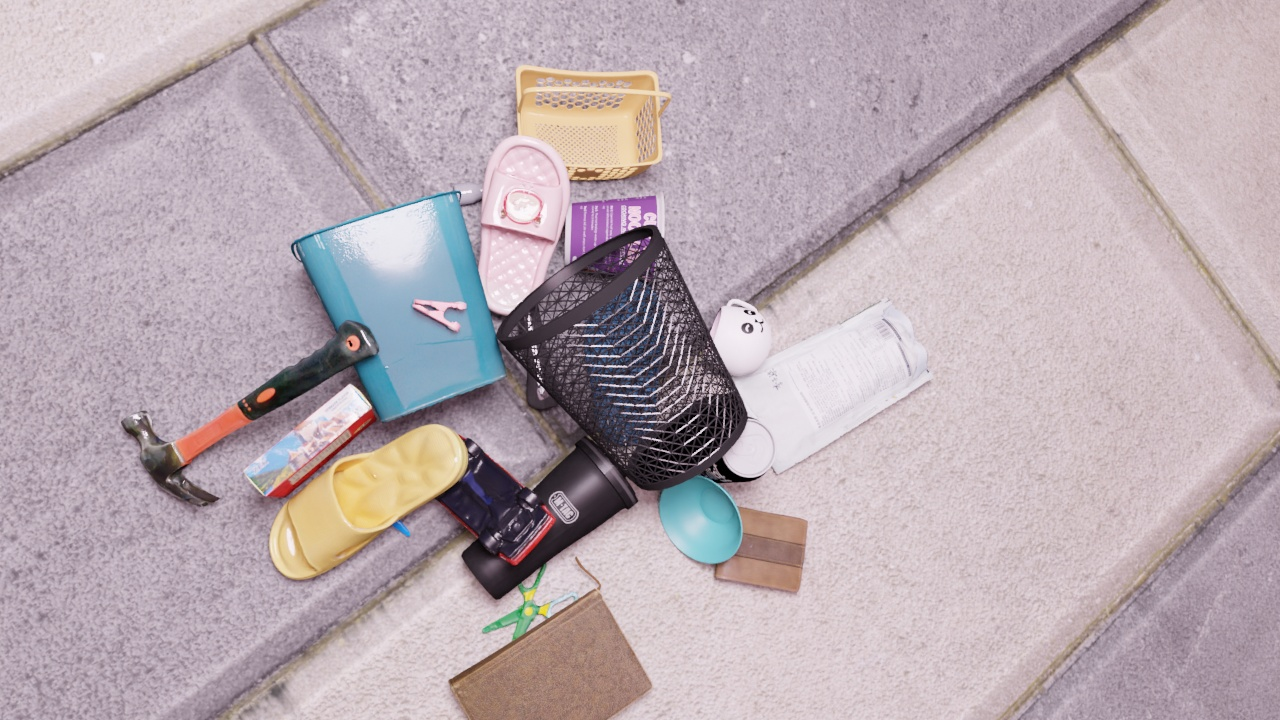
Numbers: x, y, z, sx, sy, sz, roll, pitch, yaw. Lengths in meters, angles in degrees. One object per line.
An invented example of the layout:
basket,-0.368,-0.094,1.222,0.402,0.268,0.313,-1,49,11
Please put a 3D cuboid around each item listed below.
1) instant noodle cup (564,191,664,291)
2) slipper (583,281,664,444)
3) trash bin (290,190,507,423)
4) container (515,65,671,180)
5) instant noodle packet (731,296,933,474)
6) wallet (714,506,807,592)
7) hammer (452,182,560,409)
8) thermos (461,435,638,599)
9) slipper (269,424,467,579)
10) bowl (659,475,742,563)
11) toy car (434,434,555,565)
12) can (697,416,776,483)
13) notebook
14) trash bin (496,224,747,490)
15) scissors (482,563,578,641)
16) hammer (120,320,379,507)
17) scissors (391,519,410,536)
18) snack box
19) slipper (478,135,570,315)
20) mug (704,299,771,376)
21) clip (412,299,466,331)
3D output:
instant noodle cup,-0.036,-0.153,1.189,0.122,0.121,0.137,2,126,-4
slipper,-0.024,0.003,1.188,0.103,0.059,0.214,0,96,-10
trash bin,-0.270,-0.056,1.075,0.199,0.197,0.218,-21,93,-15
container,-0.066,-0.304,1.164,0.183,0.167,0.129,-2,82,-15
instant noodle packet,0.265,0.029,1.265,0.269,0.057,0.147,-28,87,-11
wallet,0.160,0.249,1.213,0.121,0.027,0.098,12,77,-12
hammer,-0.149,-0.091,1.186,0.125,0.029,0.310,-12,86,-14
thermos,-0.110,0.193,1.121,0.218,0.106,0.106,-39,92,-11
slipper,-0.323,0.156,1.052,0.263,0.078,0.099,-30,73,2
bowl,0.087,0.195,1.178,0.046,0.121,0.121,-26,89,-52
toy car,-0.184,0.161,1.085,0.189,0.056,0.081,33,76,33
can,0.112,0.114,1.158,0.080,0.146,0.080,2,81,-14
notebook,-0.115,0.376,1.117,0.215,0.034,0.190,-29,94,-16
trash bin,-0.007,0.006,1.063,0.216,0.217,0.243,-40,109,-16
scissors,-0.132,0.315,1.141,0.116,0.012,0.129,23,77,-10
hammer,-0.423,0.049,1.010,0.334,0.033,0.133,-30,91,17
scissors,-0.326,0.167,1.113,0.129,0.013,0.125,35,76,-2
snack box,-0.370,0.094,1.045,0.144,0.143,0.040,-42,92,-16
slipper,-0.147,-0.162,1.125,0.106,0.055,0.222,9,103,-10
mug,0.134,-0.036,1.223,0.076,0.090,0.123,18,46,-3
clip,-0.216,-0.049,0.992,0.058,0.023,0.050,-13,97,-23
